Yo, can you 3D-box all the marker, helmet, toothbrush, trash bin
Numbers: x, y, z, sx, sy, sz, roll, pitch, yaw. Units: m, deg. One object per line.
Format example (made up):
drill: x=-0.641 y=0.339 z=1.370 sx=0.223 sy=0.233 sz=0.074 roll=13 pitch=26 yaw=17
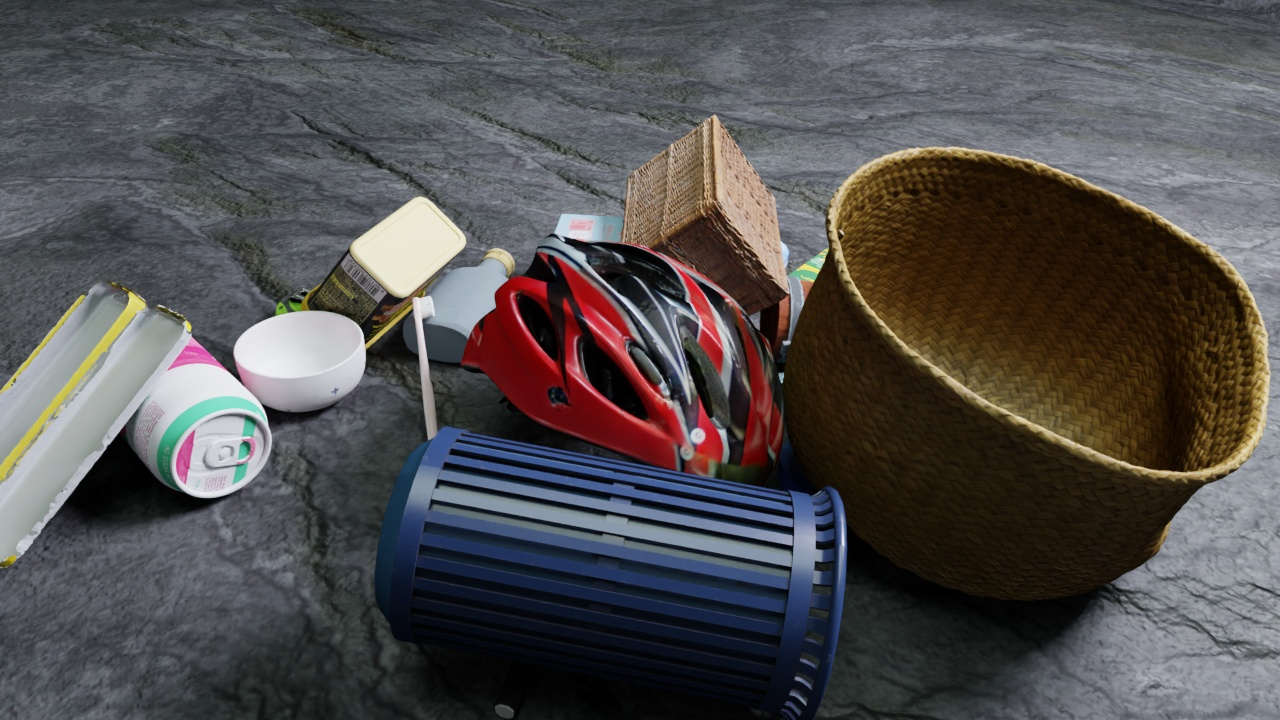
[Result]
marker: x=-0.064 y=0.175 z=0.593 sx=0.021 sy=0.018 sz=0.123 roll=10 pitch=37 yaw=11
helmet: x=-0.004 y=0.004 z=0.690 sx=0.272 sy=0.167 sz=0.217 roll=33 pitch=12 yaw=39
toothbrush: x=-0.178 y=0.014 z=0.778 sx=0.018 sy=0.016 sz=0.181 roll=-10 pitch=54 yaw=-6
trash bin: x=-0.019 y=0.122 z=0.544 sx=0.249 sy=0.139 sz=0.139 roll=10 pitch=35 yaw=2

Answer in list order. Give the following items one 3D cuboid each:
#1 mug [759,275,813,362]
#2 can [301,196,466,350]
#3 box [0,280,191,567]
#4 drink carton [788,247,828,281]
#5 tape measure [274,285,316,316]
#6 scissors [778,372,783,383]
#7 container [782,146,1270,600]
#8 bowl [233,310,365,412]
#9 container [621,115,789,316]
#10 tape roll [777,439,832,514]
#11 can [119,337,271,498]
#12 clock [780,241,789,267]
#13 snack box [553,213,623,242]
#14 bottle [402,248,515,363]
mug: x=0.176 y=-0.025 z=0.847 sx=0.111 sy=0.082 sz=0.117 roll=3 pitch=39 yaw=-5
can: x=-0.237 y=-0.082 z=0.861 sx=0.072 sy=0.101 sz=0.130 roll=45 pitch=38 yaw=-9
box: x=-0.425 y=0.039 z=0.672 sx=0.127 sy=0.023 sz=0.209 roll=22 pitch=70 yaw=27
drink carton: x=0.201 y=-0.080 z=0.958 sx=0.058 sy=0.041 sz=0.122 roll=26 pitch=41 yaw=30
tape measure: x=-0.318 y=-0.048 z=0.883 sx=0.059 sy=0.036 sz=0.065 roll=4 pitch=35 yaw=3
scissors: x=0.117 y=0.017 z=0.843 sx=0.136 sy=0.015 sz=0.056 roll=0 pitch=36 yaw=-14
container: x=0.252 y=0.011 z=0.664 sx=0.307 sy=0.197 sz=0.306 roll=7 pitch=45 yaw=-8
bowl: x=-0.291 y=0.005 z=0.792 sx=0.105 sy=0.054 sz=0.104 roll=3 pitch=36 yaw=-2
container: x=0.057 y=-0.124 z=0.865 sx=0.113 sy=0.114 sz=0.198 roll=-29 pitch=31 yaw=24
tape roll: x=0.158 y=0.088 z=0.734 sx=0.091 sy=0.016 sz=0.092 roll=26 pitch=41 yaw=30
can: x=-0.362 y=0.034 z=0.715 sx=0.088 sy=0.088 sz=0.166 roll=-28 pitch=45 yaw=-37
clock: x=0.095 y=-0.099 z=0.970 sx=0.125 sy=0.052 sz=0.088 roll=2 pitch=35 yaw=-1
snack box: x=-0.041 y=-0.091 z=0.926 sx=0.095 sy=0.080 sz=0.092 roll=3 pitch=35 yaw=4
bottle: x=-0.166 y=-0.060 z=0.901 sx=0.072 sy=0.046 sz=0.160 roll=10 pitch=35 yaw=10
